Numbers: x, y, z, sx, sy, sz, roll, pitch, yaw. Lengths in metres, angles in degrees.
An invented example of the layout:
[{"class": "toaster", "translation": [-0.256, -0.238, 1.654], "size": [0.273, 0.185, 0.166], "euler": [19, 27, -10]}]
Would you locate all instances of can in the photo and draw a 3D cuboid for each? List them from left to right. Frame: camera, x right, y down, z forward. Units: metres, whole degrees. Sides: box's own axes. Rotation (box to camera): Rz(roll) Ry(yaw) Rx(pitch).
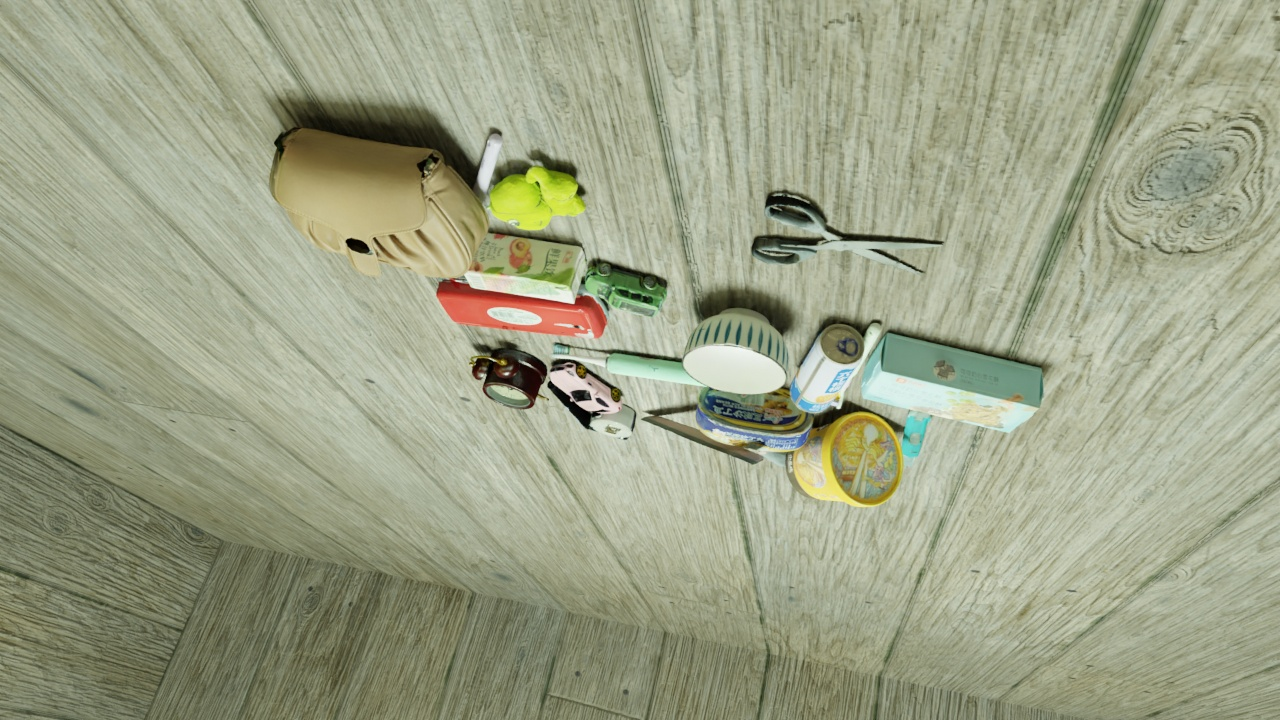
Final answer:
[{"class": "can", "translation": [0.144, 0.070, 1.163], "size": [0.148, 0.074, 0.049], "euler": [10, 151, 7]}, {"class": "can", "translation": [0.208, 0.011, 1.029], "size": [0.053, 0.053, 0.135], "euler": [14, 155, 1]}]

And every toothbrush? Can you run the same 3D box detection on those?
[{"class": "toothbrush", "translation": [-0.161, -0.166, 0.903], "size": [0.021, 0.029, 0.190], "euler": [-20, 167, -27]}, {"class": "toothbrush", "translation": [-0.007, 0.007, 1.168], "size": [0.225, 0.027, 0.026], "euler": [8, -177, 13]}, {"class": "toothbrush", "translation": [0.242, 0.006, 1.044], "size": [0.020, 0.029, 0.190], "euler": [-25, 158, -15]}]

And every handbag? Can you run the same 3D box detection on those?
[{"class": "handbag", "translation": [-0.257, -0.147, 0.890], "size": [0.205, 0.099, 0.148], "euler": [12, 151, 16]}]

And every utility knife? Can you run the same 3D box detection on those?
[{"class": "utility knife", "translation": [0.355, 0.103, 1.189], "size": [0.029, 0.013, 0.187], "euler": [8, 154, 15]}]

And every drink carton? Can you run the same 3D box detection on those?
[{"class": "drink carton", "translation": [-0.123, -0.099, 0.980], "size": [0.122, 0.053, 0.045], "euler": [10, 156, 11]}]

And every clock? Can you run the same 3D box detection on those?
[{"class": "clock", "translation": [-0.182, 0.021, 1.256], "size": [0.082, 0.055, 0.122], "euler": [-6, 146, 37]}]

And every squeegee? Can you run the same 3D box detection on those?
[{"class": "squeegee", "translation": [0.166, 0.127, 1.300], "size": [0.249, 0.040, 0.248], "euler": [22, 177, -36]}]

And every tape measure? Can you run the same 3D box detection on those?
[{"class": "tape measure", "translation": [-0.040, 0.087, 1.344], "size": [0.065, 0.033, 0.066], "euler": [16, 155, -7]}]

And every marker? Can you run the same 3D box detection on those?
[{"class": "marker", "translation": [-0.099, 0.064, 1.345], "size": [0.022, 0.020, 0.132], "euler": [-21, 144, 11]}]

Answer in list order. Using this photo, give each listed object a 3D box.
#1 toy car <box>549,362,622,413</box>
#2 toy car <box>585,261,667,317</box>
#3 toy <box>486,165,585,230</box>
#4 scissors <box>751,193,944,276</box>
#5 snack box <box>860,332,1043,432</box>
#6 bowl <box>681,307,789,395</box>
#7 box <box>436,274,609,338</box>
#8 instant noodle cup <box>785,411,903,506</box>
[{"class": "toy car", "translation": [-0.076, 0.042, 1.267], "size": [0.056, 0.037, 0.122], "euler": [-12, 143, 41]}, {"class": "toy car", "translation": [-0.017, -0.076, 0.995], "size": [0.091, 0.036, 0.043], "euler": [19, 156, -1]}, {"class": "toy", "translation": [-0.102, -0.155, 0.879], "size": [0.100, 0.031, 0.097], "euler": [3, 153, 13]}, {"class": "scissors", "translation": [0.181, -0.110, 0.848], "size": [0.178, 0.014, 0.159], "euler": [-11, 148, 38]}, {"class": "snack box", "translation": [0.335, 0.025, 0.994], "size": [0.175, 0.051, 0.074], "euler": [13, 156, 2]}, {"class": "bowl", "translation": [0.108, -0.016, 1.013], "size": [0.116, 0.066, 0.117], "euler": [11, 155, 5]}, {"class": "box", "translation": [-0.138, -0.070, 1.074], "size": [0.201, 0.046, 0.087], "euler": [7, 154, 16]}, {"class": "instant noodle cup", "translation": [0.258, 0.132, 1.190], "size": [0.118, 0.118, 0.115], "euler": [24, 161, -20]}]
